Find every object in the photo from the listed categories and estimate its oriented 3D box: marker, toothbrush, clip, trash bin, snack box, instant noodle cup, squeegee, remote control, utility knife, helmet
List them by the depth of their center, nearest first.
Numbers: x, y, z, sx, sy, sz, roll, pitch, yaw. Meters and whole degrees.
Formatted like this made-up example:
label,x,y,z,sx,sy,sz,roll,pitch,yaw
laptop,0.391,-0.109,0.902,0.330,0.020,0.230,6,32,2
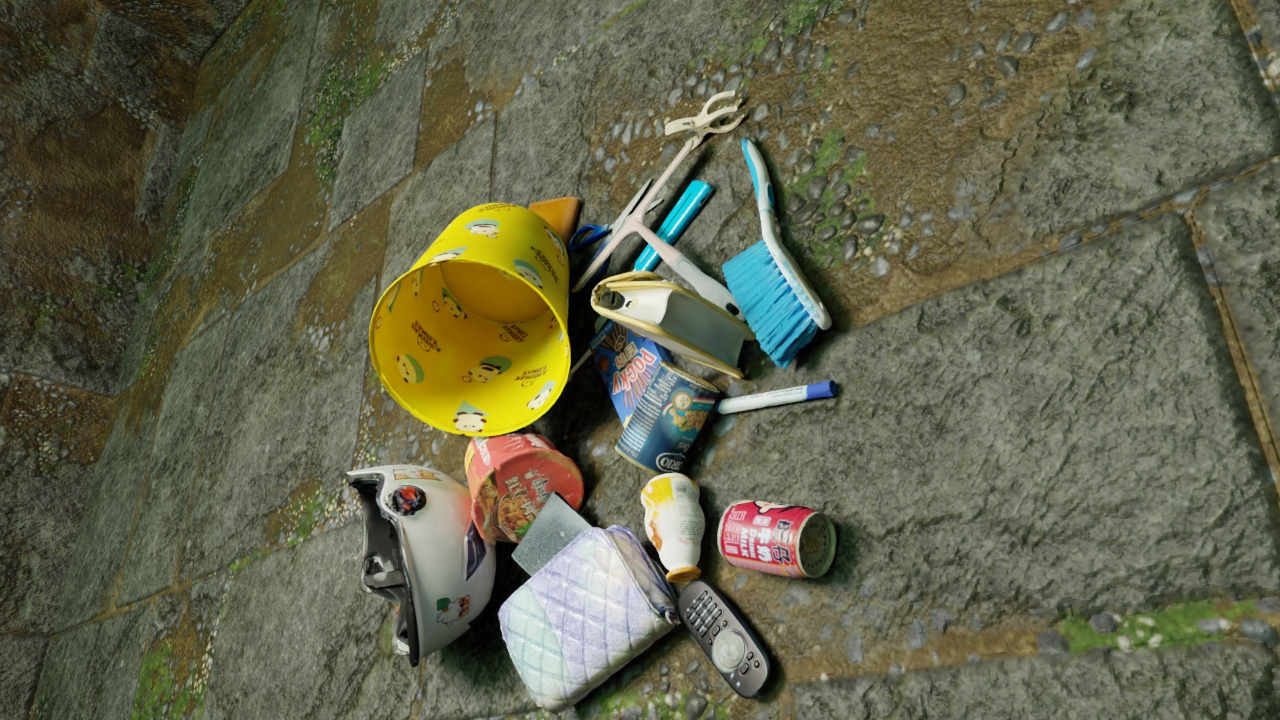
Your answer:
label,x,y,z,sx,sy,sz,roll,pitch,yaw
remote control,0.083,0.269,0.892,0.053,0.024,0.136,-54,44,10
marker,0.138,0.039,0.952,0.146,0.017,0.016,-13,62,42
squeegee,0.043,-0.121,1.088,0.248,0.040,0.249,-51,52,10
snack box,-0.007,0.006,1.109,0.085,0.026,0.157,-45,45,20
instant noodle cup,-0.149,0.141,1.120,0.138,0.138,0.108,-56,33,10
trash bin,-0.191,-0.069,1.151,0.230,0.229,0.254,-44,19,22
clip,0.084,-0.299,1.154,0.100,0.071,0.034,-24,56,29
helmet,-0.262,0.239,1.154,0.274,0.156,0.230,31,128,51
utility knife,0.011,-0.129,1.164,0.238,0.018,0.034,-53,43,15
toothbrush,-0.053,-0.028,1.183,0.180,0.016,0.016,-46,47,20

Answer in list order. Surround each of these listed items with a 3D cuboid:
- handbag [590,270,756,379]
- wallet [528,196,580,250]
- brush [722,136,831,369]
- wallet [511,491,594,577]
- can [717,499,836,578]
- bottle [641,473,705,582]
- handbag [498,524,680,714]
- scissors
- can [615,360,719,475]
label,x,y,z,sx,sy,sz,roll,pitch,yaw
handbag,0.021,-0.047,1.003,0.179,0.163,0.063,17,82,48
wallet,-0.148,-0.171,1.336,0.119,0.035,0.130,-2,68,45
brush,0.134,-0.130,1.015,0.110,0.060,0.314,-40,44,18
wallet,-0.084,0.226,1.063,0.121,0.019,0.097,38,102,24
can,0.128,0.167,0.862,0.094,0.066,0.066,-1,71,46
bottle,0.037,0.174,0.956,0.063,0.063,0.108,-32,52,32
handbag,-0.056,0.274,0.989,0.194,0.075,0.134,-43,63,24
scissors,-0.042,-0.176,1.246,0.164,0.012,0.162,16,82,48
can,0.030,0.063,1.003,0.075,0.075,0.111,34,99,49
